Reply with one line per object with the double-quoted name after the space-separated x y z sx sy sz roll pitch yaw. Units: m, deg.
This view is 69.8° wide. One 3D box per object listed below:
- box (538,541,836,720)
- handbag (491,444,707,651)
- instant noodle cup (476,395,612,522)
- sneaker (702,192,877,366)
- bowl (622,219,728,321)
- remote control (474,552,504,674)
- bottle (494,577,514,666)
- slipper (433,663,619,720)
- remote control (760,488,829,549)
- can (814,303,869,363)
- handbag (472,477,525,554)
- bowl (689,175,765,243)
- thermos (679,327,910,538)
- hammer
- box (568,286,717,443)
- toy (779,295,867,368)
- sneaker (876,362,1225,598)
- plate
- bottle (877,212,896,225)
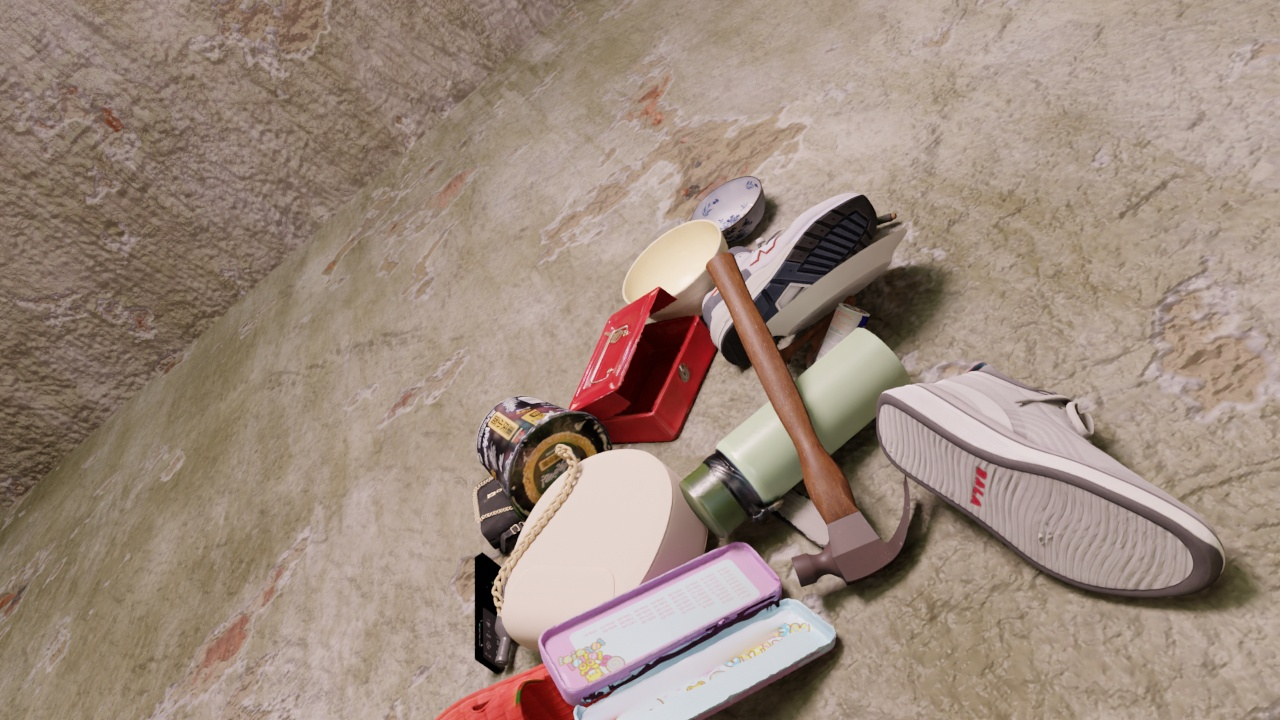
0.036 0.234 0.753 0.213 0.035 0.151 -21 28 -20 "box"
-0.041 0.188 0.915 0.211 0.103 0.208 -10 48 44 "handbag"
-0.118 0.105 1.060 0.137 0.137 0.112 -50 39 -11 "instant noodle cup"
0.155 -0.111 1.068 0.240 0.089 0.124 -47 34 1 "sneaker"
0.058 -0.101 1.177 0.151 0.075 0.150 -28 34 21 "bowl"
-0.167 0.275 1.014 0.013 0.034 0.149 -35 32 13 "remote control"
-0.139 0.275 0.987 0.030 0.030 0.112 -25 36 27 "bottle"
-0.083 0.321 0.802 0.249 0.103 0.059 -29 16 9 "slipper"
0.142 0.137 0.855 0.033 0.013 0.136 -46 32 -9 "remote control"
0.196 -0.009 0.915 0.032 0.032 0.095 45 119 59 "can"
-0.159 0.175 1.122 0.079 0.054 0.128 -29 29 1 "handbag"
0.126 -0.194 1.241 0.114 0.045 0.114 -29 34 21 "bowl"
0.142 0.072 0.855 0.231 0.082 0.082 -39 31 -6 "thermos"
0.133 0.039 0.811 0.115 0.033 0.322 -24 66 3 "hammer"
0.003 0.015 1.097 0.134 0.110 0.157 -19 40 52 "box"
0.194 -0.020 0.958 0.102 0.041 0.055 -41 69 20 "toy"
0.310 0.075 0.683 0.128 0.097 0.263 -27 36 -24 "sneaker"
0.199 -0.069 0.943 0.188 0.016 0.189 -33 -10 -7 "plate"
0.250 -0.154 1.074 0.106 0.025 0.025 -15 41 38 "bottle"
